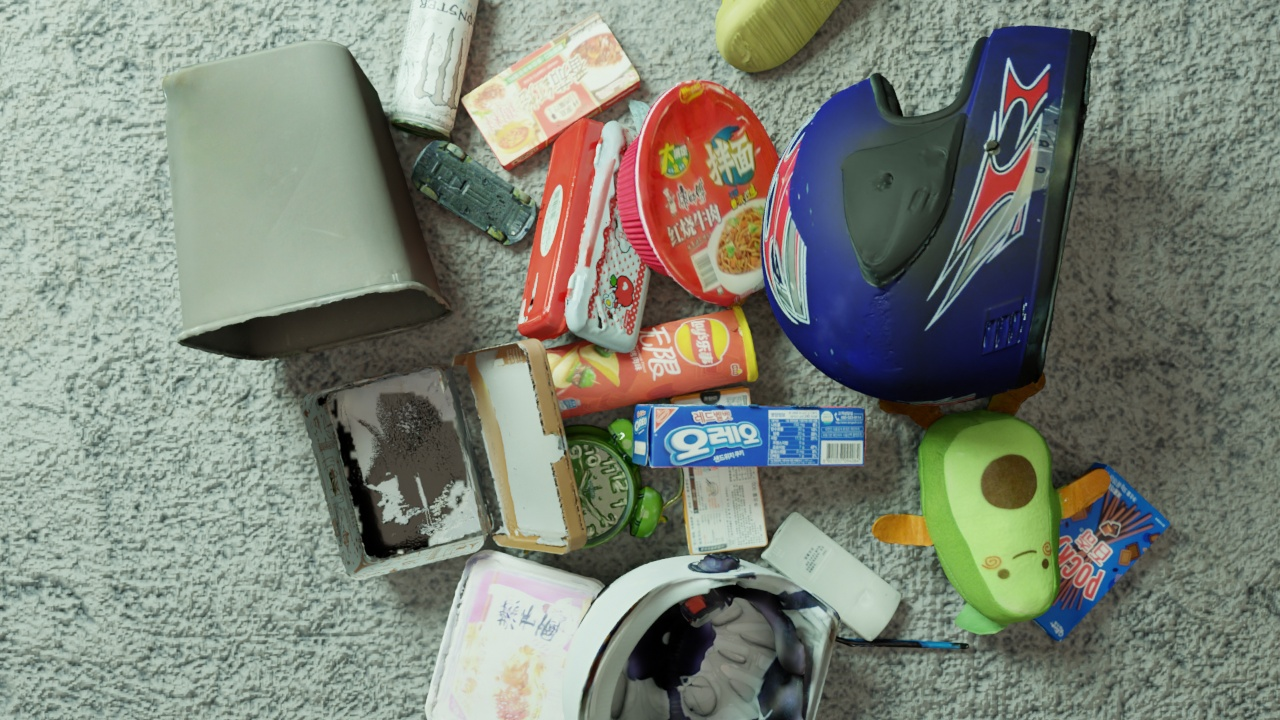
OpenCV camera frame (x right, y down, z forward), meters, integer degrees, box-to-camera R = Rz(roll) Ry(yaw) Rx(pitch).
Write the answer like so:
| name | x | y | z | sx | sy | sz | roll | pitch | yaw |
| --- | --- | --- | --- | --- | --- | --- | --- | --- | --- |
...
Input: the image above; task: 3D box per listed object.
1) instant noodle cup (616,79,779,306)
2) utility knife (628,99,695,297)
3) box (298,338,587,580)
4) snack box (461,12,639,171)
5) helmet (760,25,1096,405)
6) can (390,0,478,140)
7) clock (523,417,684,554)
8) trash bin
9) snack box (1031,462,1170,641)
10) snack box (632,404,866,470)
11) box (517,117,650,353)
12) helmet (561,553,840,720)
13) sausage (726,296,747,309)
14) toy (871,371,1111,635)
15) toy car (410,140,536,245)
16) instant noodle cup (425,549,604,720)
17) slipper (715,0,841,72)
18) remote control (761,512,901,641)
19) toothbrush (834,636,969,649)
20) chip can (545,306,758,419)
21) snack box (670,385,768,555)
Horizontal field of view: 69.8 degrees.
| name | x | y | z | sx | sy | sz | roll | pitch | yaw |
| --- | --- | --- | --- | --- | --- | --- | --- | --- | --- |
| instant noodle cup | 0.046 | -0.141 | 0.807 | 0.193 | 0.066 | 0.193 | 4 | 84 | -44 |
| utility knife | 0.028 | -0.155 | 0.870 | 0.031 | 0.020 | 0.195 | -19 | 88 | -6 |
| box | -0.166 | 0.087 | 0.812 | 0.273 | 0.130 | 0.179 | -12 | 93 | 25 |
| snack box | -0.083 | -0.250 | 0.856 | 0.153 | 0.025 | 0.075 | -32 | 92 | 0 |
| helmet | 0.226 | -0.123 | 0.764 | 0.241 | 0.247 | 0.315 | 10 | 85 | 20 |
| can | -0.187 | -0.280 | 0.837 | 0.058 | 0.058 | 0.146 | 12 | 91 | -2 |
| clock | -0.040 | 0.116 | 0.854 | 0.161 | 0.056 | 0.116 | -13 | 93 | -1 |
| trash bin | -0.288 | -0.128 | 0.783 | 0.199 | 0.199 | 0.219 | -13 | 85 | -3 |
| snack box | 0.420 | 0.183 | 0.879 | 0.084 | 0.026 | 0.157 | 42 | 91 | -2 |
| snack box | 0.098 | 0.067 | 0.824 | 0.207 | 0.058 | 0.057 | 1 | 89 | -15 |
| box | -0.035 | -0.108 | 0.824 | 0.101 | 0.095 | 0.201 | 16 | 75 | -25 |
| helmet | 0.035 | 0.268 | 0.802 | 0.258 | 0.146 | 0.229 | 9 | 94 | -28 |
| sausage | 0.126 | -0.117 | 0.866 | 0.021 | 0.021 | 0.165 | 33 | 91 | -2 |
| toy | 0.319 | 0.125 | 0.841 | 0.227 | 0.090 | 0.246 | -12 | 81 | 2 |
| toy car | -0.154 | -0.155 | 0.854 | 0.120 | 0.037 | 0.054 | 32 | 90 | -12 |
| instant noodle cup | -0.113 | 0.268 | 0.856 | 0.138 | 0.060 | 0.173 | 16 | 90 | -1 |
| slipper | 0.138 | -0.351 | 0.838 | 0.191 | 0.091 | 0.081 | -44 | 52 | 10 |
| remote control | 0.183 | 0.206 | 0.875 | 0.135 | 0.019 | 0.056 | 38 | 78 | -2 |
| toothbrush | 0.224 | 0.274 | 0.886 | 0.189 | 0.014 | 0.016 | 3 | 93 | -2 |
| chip can | -0.005 | 0.005 | 0.844 | 0.216 | 0.073 | 0.073 | -11 | 92 | 0 |
| snack box | 0.074 | 0.104 | 0.871 | 0.075 | 0.026 | 0.154 | -7 | 93 | -1 |
